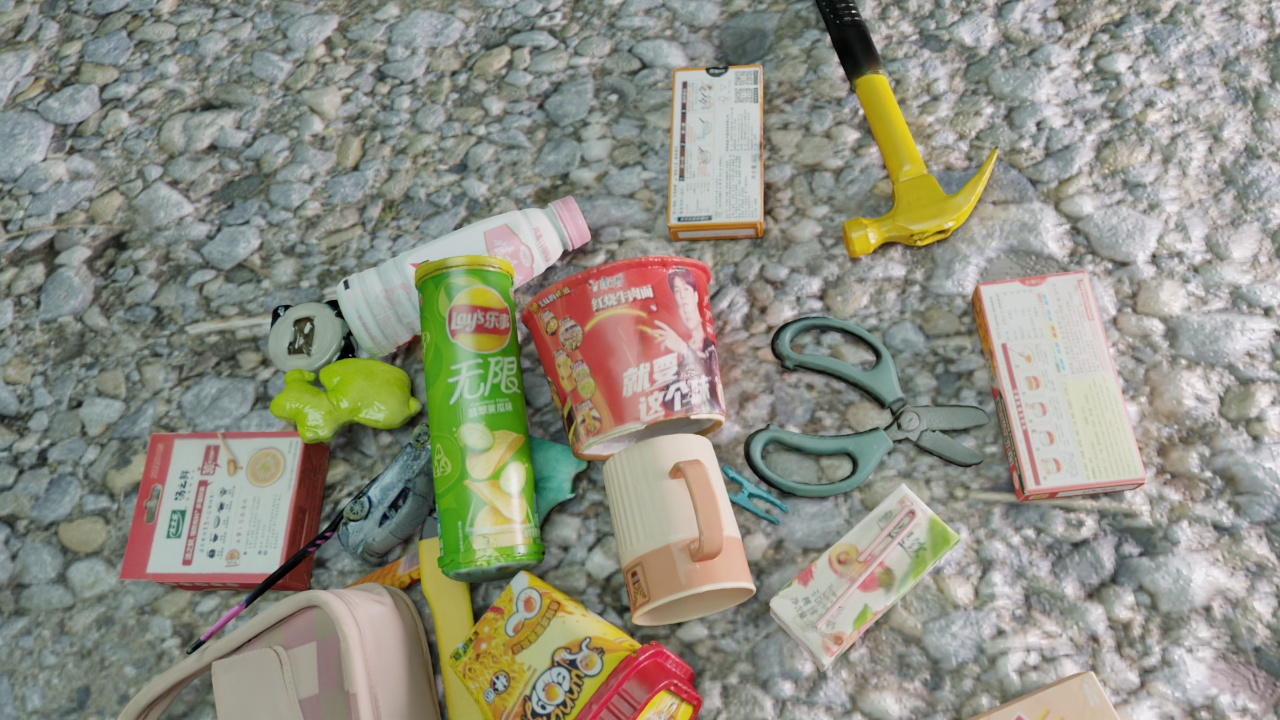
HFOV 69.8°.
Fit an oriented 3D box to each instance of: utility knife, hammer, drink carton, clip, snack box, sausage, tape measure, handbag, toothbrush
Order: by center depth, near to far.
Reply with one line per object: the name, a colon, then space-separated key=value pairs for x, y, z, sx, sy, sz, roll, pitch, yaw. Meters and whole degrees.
snack box: x=0.218 y=0.256 z=0.547 sx=0.157 sy=0.026 sz=0.084 roll=-24 pitch=66 yaw=0
handbag: x=-0.246 y=0.260 z=0.594 sx=0.234 sy=0.093 sz=0.193 roll=-17 pitch=73 yaw=12
drink carton: x=0.145 y=0.140 z=0.596 sx=0.122 sy=0.045 sz=0.053 roll=-40 pitch=66 yaw=-7
utility knife: x=-0.124 y=0.211 z=0.623 sx=0.033 sy=0.015 sz=0.216 roll=-12 pitch=75 yaw=1
snack box: x=0.284 y=0.016 z=0.632 sx=0.077 sy=0.027 sz=0.155 roll=-7 pitch=67 yaw=7
clip: x=0.076 y=0.095 z=0.644 sx=0.057 sy=0.014 sz=0.047 roll=31 pitch=74 yaw=19
toothbrush: x=-0.236 y=0.137 z=0.646 sx=0.018 sy=0.014 sz=0.188 roll=38 pitch=54 yaw=11
sausage: x=-0.186 y=0.161 z=0.660 sx=0.165 sy=0.021 sz=0.021 roll=-27 pitch=66 yaw=-1
snack box: x=-0.308 y=0.113 z=0.688 sx=0.127 sy=0.044 sz=0.113 roll=-1 pitch=69 yaw=8
tape measure: x=-0.263 y=-0.014 z=0.738 sx=0.066 sy=0.033 sz=0.066 roll=-8 pitch=67 yaw=8
hammer: x=0.187 y=-0.225 z=0.743 sx=0.129 sy=0.033 sz=0.300 roll=-16 pitch=67 yaw=3
snack box: x=0.062 y=-0.171 z=0.747 sx=0.075 sy=0.026 sz=0.153 roll=-1 pitch=69 yaw=9

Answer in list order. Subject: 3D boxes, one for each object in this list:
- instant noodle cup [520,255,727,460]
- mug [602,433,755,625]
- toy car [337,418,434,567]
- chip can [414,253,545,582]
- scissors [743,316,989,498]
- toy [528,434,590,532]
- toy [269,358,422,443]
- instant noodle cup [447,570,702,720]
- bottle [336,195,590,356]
instant noodle cup: x=-0.004 y=0.004 z=0.634 sx=0.138 sy=0.138 sz=0.108 roll=-15 pitch=75 yaw=4
mug: x=0.026 y=0.105 z=0.596 sx=0.081 sy=0.115 sz=0.105 roll=-7 pitch=63 yaw=-15
toy car: x=-0.168 y=0.094 z=0.666 sx=0.037 sy=0.054 sz=0.120 roll=30 pitch=75 yaw=22
chip can: x=-0.112 y=0.040 z=0.633 sx=0.072 sy=0.072 sz=0.221 roll=-10 pitch=76 yaw=6
scissors: x=0.158 y=0.024 z=0.656 sx=0.177 sy=0.019 sz=0.170 roll=-8 pitch=67 yaw=9
toy: x=-0.083 y=0.080 z=0.670 sx=0.092 sy=0.030 sz=0.096 roll=12 pitch=74 yaw=18
toy: x=-0.222 y=0.026 z=0.696 sx=0.097 sy=0.031 sz=0.099 roll=34 pitch=46 yaw=16
instant noodle cup: x=-0.044 y=0.205 z=0.575 sx=0.124 sy=0.116 sz=0.116 roll=33 pitch=77 yaw=32
bottle: x=-0.136 y=-0.072 z=0.722 sx=0.197 sy=0.068 sz=0.068 roll=-26 pitch=66 yaw=-4
